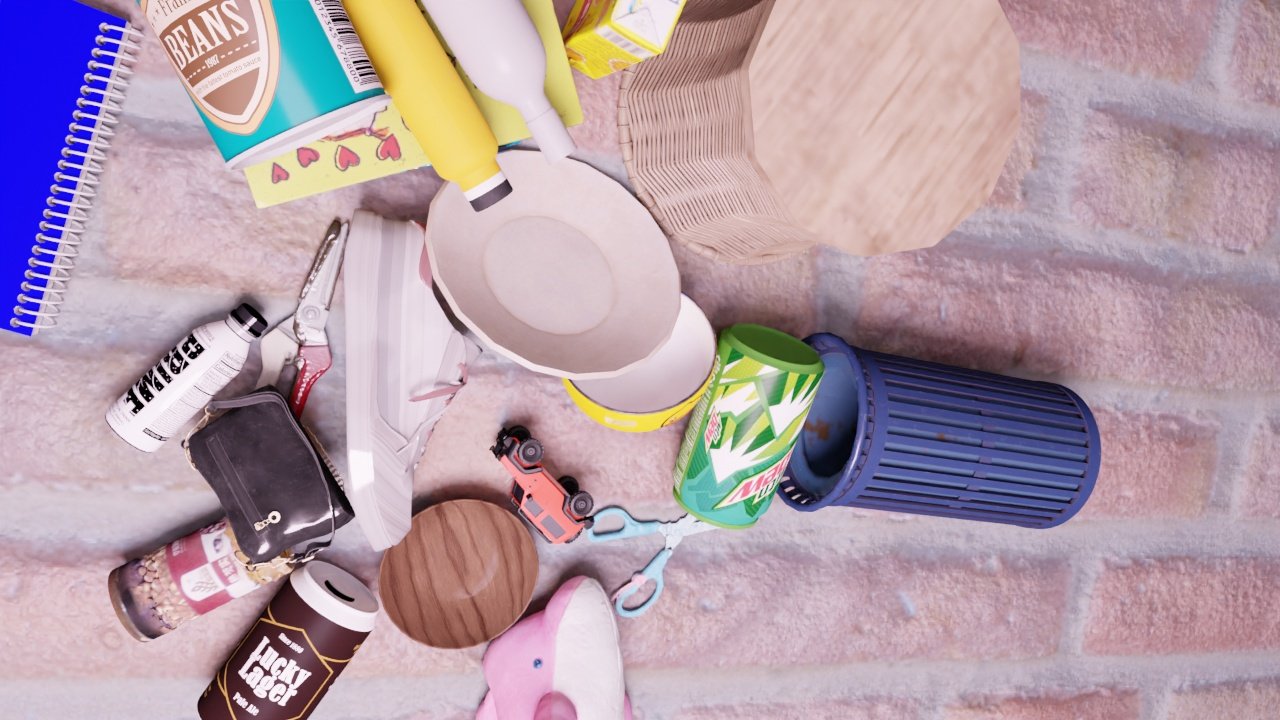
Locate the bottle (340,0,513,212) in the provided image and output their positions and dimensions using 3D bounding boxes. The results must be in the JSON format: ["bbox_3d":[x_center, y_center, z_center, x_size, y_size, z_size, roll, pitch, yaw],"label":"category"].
[{"bbox_3d":[-0.127,-0.160,0.561,0.043,0.043,0.144,-34,109,-9],"label":"bottle"}]

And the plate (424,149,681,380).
[{"bbox_3d":[-0.060,-0.067,0.649,0.188,0.027,0.188,13,57,-21],"label":"plate"}]

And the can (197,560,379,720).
[{"bbox_3d":[-0.251,0.214,0.657,0.072,0.072,0.128,37,87,-20],"label":"can"}]

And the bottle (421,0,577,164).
[{"bbox_3d":[-0.098,-0.210,0.558,0.052,0.052,0.195,-34,108,-9],"label":"bottle"}]

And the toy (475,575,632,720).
[{"bbox_3d":[-0.078,0.301,0.709,0.128,0.186,0.265,-2,77,19],"label":"toy"}]

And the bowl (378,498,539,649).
[{"bbox_3d":[-0.140,0.159,0.704,0.119,0.032,0.119,-3,101,-17],"label":"bowl"}]

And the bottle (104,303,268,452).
[{"bbox_3d":[-0.301,0.008,0.618,0.116,0.041,0.041,-45,110,-5],"label":"bottle"}]

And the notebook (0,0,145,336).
[{"bbox_3d":[-0.425,-0.137,0.562,0.171,0.022,0.209,18,94,-18],"label":"notebook"}]

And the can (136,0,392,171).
[{"bbox_3d":[-0.213,-0.190,0.496,0.099,0.099,0.144,-28,106,-11],"label":"can"}]

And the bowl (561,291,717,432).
[{"bbox_3d":[-0.004,0.004,0.689,0.117,0.068,0.117,1,59,-3],"label":"bowl"}]

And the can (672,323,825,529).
[{"bbox_3d":[0.081,0.051,0.713,0.083,0.083,0.144,10,112,-19],"label":"can"}]

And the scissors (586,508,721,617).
[{"bbox_3d":[0.010,0.142,0.763,0.118,0.015,0.139,44,79,-21],"label":"scissors"}]

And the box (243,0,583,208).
[{"bbox_3d":[-0.160,-0.186,0.608,0.220,0.079,0.124,-16,104,-13],"label":"box"}]

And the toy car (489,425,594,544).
[{"bbox_3d":[-0.078,0.097,0.701,0.048,0.051,0.100,-44,110,-8],"label":"toy car"}]

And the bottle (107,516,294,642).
[{"bbox_3d":[-0.302,0.145,0.636,0.105,0.056,0.056,-26,107,-12],"label":"bottle"}]

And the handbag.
[{"bbox_3d":[-0.249,0.077,0.608,0.079,0.054,0.128,-33,78,-11],"label":"handbag"}]

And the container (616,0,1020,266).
[{"bbox_3d":[0.120,-0.173,0.636,0.226,0.196,0.227,-3,101,-17],"label":"container"}]

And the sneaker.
[{"bbox_3d":[-0.155,0.014,0.638,0.089,0.099,0.236,-1,95,-12],"label":"sneaker"}]

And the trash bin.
[{"bbox_3d":[0.244,0.065,0.755,0.249,0.139,0.139,9,97,-21],"label":"trash bin"}]

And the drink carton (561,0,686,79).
[{"bbox_3d":[-0.014,-0.230,0.616,0.043,0.135,0.058,24,90,-23],"label":"drink carton"}]

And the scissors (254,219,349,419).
[{"bbox_3d":[-0.239,-0.001,0.651,0.188,0.015,0.140,-39,108,-8],"label":"scissors"}]
